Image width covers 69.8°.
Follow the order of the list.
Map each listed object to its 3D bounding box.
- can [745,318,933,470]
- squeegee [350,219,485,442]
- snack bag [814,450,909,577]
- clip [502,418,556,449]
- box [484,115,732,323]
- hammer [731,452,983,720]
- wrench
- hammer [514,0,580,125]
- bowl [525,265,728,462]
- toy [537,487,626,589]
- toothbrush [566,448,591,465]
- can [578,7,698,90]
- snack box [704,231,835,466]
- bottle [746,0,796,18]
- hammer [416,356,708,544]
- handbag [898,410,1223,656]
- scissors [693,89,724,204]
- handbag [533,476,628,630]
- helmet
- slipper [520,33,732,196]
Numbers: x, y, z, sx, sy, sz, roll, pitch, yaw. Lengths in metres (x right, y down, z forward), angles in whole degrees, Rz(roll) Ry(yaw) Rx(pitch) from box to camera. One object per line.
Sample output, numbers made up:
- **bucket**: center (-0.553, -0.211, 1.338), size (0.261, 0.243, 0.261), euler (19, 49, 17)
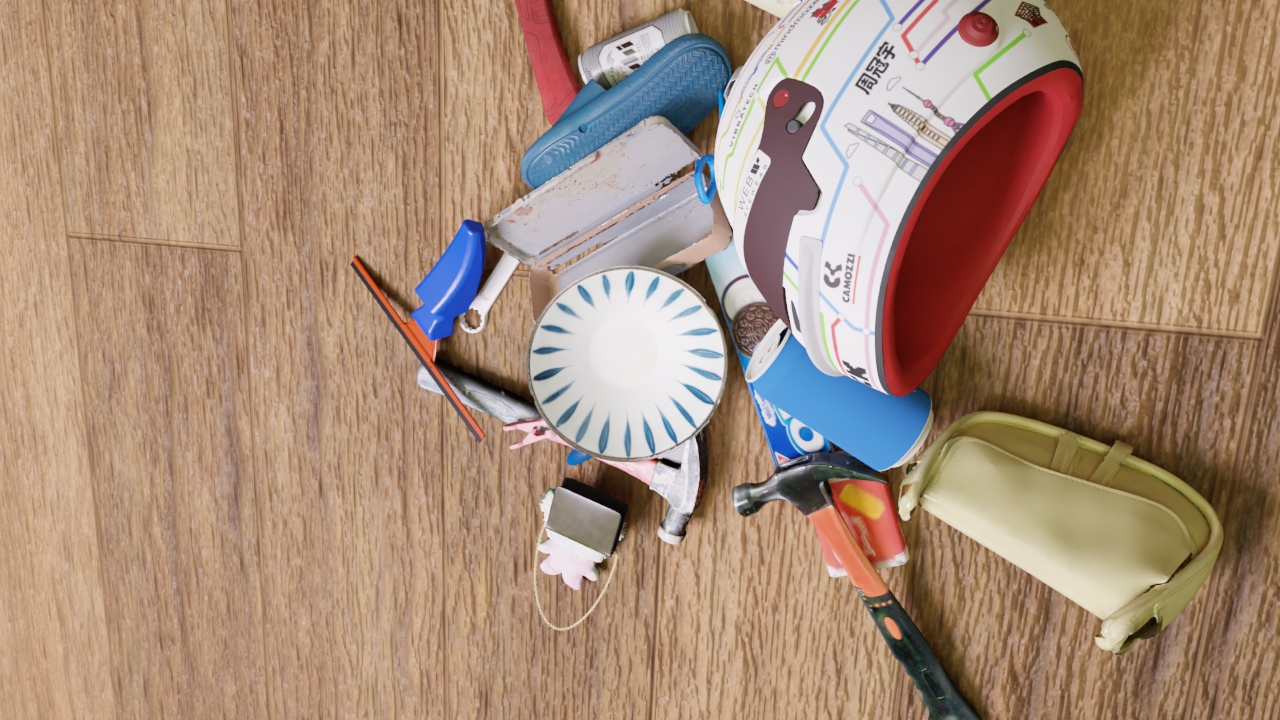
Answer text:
- **can**: center (0.168, 0.027, 0.775), size (0.146, 0.078, 0.079), euler (32, 110, -6)
- **squeegee**: center (-0.189, -0.069, 0.901), size (0.249, 0.055, 0.185), euler (51, 137, 16)
- **snack bag**: center (0.201, 0.142, 0.865), size (0.077, 0.036, 0.116), euler (-15, 97, 19)
- **clip**: center (-0.109, 0.065, 0.908), size (0.058, 0.022, 0.037), euler (-13, 95, 20)
- **box**: center (-0.034, -0.113, 0.830), size (0.217, 0.096, 0.105), euler (-25, 65, 30)
- **hammer**: center (0.224, 0.225, 0.849), size (0.133, 0.033, 0.333), euler (-27, 105, 21)
- **wrench**: center (-0.106, -0.136, 0.913), size (0.047, 0.009, 0.274), euler (39, 110, 6)
- **hammer**: center (-0.112, -0.374, 0.845), size (0.126, 0.036, 0.316), euler (-10, 98, 22)
- **bowl**: center (-0.013, -0.002, 0.835), size (0.177, 0.071, 0.177), euler (-1, 103, -3)
- **toy**: center (-0.068, 0.187, 0.959), size (0.096, 0.041, 0.109), euler (25, 114, 12)
- **toothbrush**: center (-0.028, 0.071, 0.931), size (0.132, 0.016, 0.021), euler (-37, 85, 21)
- **can**: center (-0.001, -0.278, 0.829), size (0.107, 0.044, 0.044), euler (-16, 97, 20)
- **snack box**: center (0.119, -0.011, 0.846), size (0.059, 0.059, 0.226), euler (-17, 97, 16)
- **bottle**: center (0.097, -0.334, 0.779), size (0.162, 0.056, 0.057), euler (31, 109, 9)
- **hammer**: center (-0.083, 0.059, 0.925), size (0.326, 0.036, 0.141), euler (22, 109, 17)
- **handbag**: center (0.340, 0.126, 0.751), size (0.233, 0.190, 0.089), euler (32, 127, 22)
- **scissors**: center (0.081, -0.172, 0.800), size (0.019, 0.131, 0.105), euler (-7, 138, 35)
- **handbag**: center (-0.067, 0.205, 0.932), size (0.084, 0.027, 0.178), euler (22, 118, 12)
- **helmet**: center (0.171, -0.155, 0.701), size (0.236, 0.230, 0.314), euler (33, 97, 35)
- **slipper**: center (-0.013, -0.216, 0.830), size (0.214, 0.103, 0.059), euler (-33, 50, 16)
